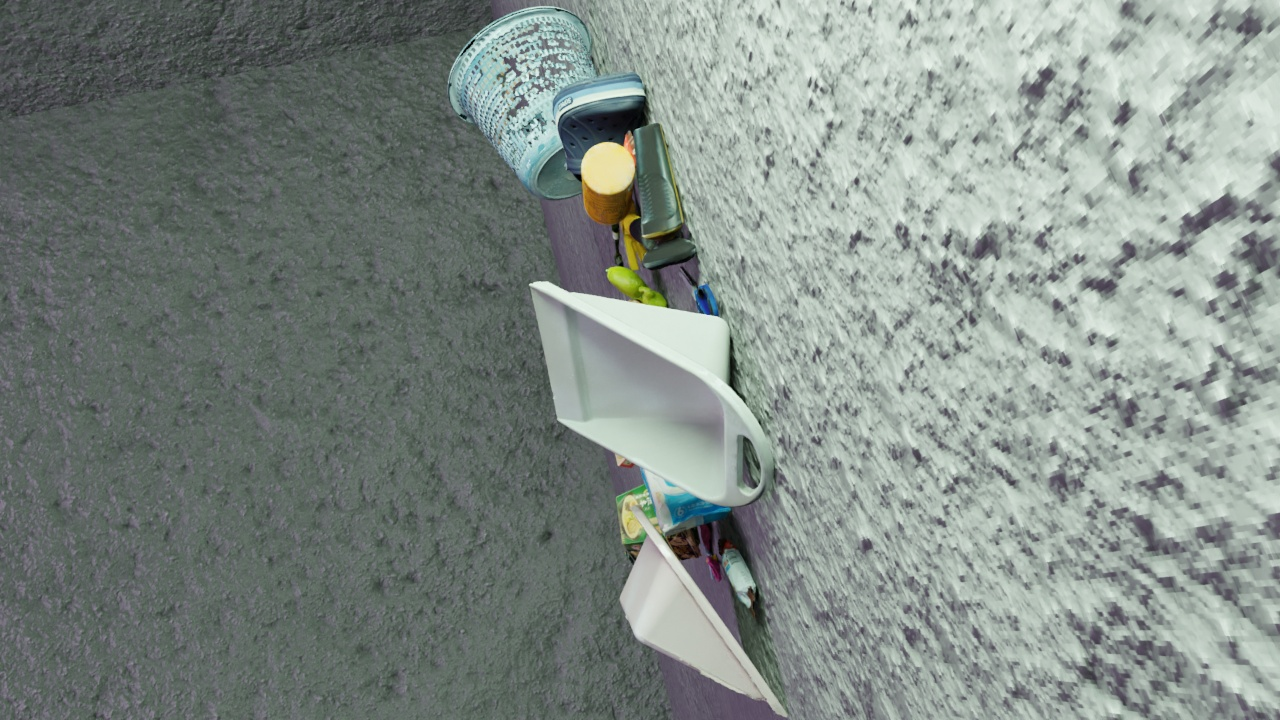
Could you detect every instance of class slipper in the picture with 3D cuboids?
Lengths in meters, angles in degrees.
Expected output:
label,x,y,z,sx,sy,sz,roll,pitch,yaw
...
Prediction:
label,x,y,z,sx,sy,sz,roll,pitch,yaw
slipper,-0.049,-0.264,1.128,0.253,0.105,0.095,115,142,-79

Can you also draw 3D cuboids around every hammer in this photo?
label,x,y,z,sx,sy,sz,roll,pitch,yaw
hammer,0.000,-0.168,1.171,0.300,0.033,0.129,-119,15,-76

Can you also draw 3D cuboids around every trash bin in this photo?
label,x,y,z,sx,sy,sz,roll,pitch,yaw
trash bin,-0.131,-0.345,1.302,0.195,0.226,0.227,61,168,19

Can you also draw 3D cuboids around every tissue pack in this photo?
label,x,y,z,sx,sy,sz,roll,pitch,yaw
tissue pack,0.053,0.158,1.187,0.140,0.090,0.063,-112,6,-49

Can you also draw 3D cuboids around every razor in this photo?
label,x,y,z,sx,sy,sz,roll,pitch,yaw
razor,0.021,-0.180,1.001,0.067,0.062,0.167,10,-112,-64

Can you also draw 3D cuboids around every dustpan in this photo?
label,x,y,z,sx,sy,sz,roll,pitch,yaw
dustpan,0.080,0.306,1.174,0.138,0.273,0.222,-63,11,-3
dustpan,0.010,0.052,0.940,0.223,0.258,0.142,84,-167,-45

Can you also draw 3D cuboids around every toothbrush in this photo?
label,x,y,z,sx,sy,sz,roll,pitch,yaw
toothbrush,-0.033,-0.179,1.285,0.186,0.012,0.017,86,164,-66

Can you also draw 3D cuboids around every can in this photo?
label,x,y,z,sx,sy,sz,roll,pitch,yaw
can,-0.037,-0.198,1.045,0.146,0.058,0.058,112,144,-84

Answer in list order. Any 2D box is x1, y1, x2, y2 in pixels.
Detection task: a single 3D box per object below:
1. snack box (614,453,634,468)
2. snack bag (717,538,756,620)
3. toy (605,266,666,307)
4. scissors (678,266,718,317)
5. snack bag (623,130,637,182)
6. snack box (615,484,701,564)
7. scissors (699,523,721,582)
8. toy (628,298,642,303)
label,x,y,z,sx,sy,sz,roll,pitch,yaw
snack box,0.006,0.087,1.356,0.153,0.025,0.075,-50,42,37
snack bag,0.121,0.262,1.116,0.105,0.026,0.045,-117,18,-53
toy,-0.005,-0.099,1.263,0.100,0.031,0.097,39,174,-1
scissors,0.060,-0.082,1.008,0.106,0.012,0.174,82,172,-50
snack bag,0.002,-0.223,1.074,0.104,0.026,0.048,49,-155,-61
snack box,0.025,0.238,1.370,0.118,0.106,0.117,67,-168,-55
scissors,0.100,0.281,1.362,0.133,0.017,0.125,-162,57,-86
toy,-0.007,0.007,1.252,0.140,0.130,0.200,42,145,8
